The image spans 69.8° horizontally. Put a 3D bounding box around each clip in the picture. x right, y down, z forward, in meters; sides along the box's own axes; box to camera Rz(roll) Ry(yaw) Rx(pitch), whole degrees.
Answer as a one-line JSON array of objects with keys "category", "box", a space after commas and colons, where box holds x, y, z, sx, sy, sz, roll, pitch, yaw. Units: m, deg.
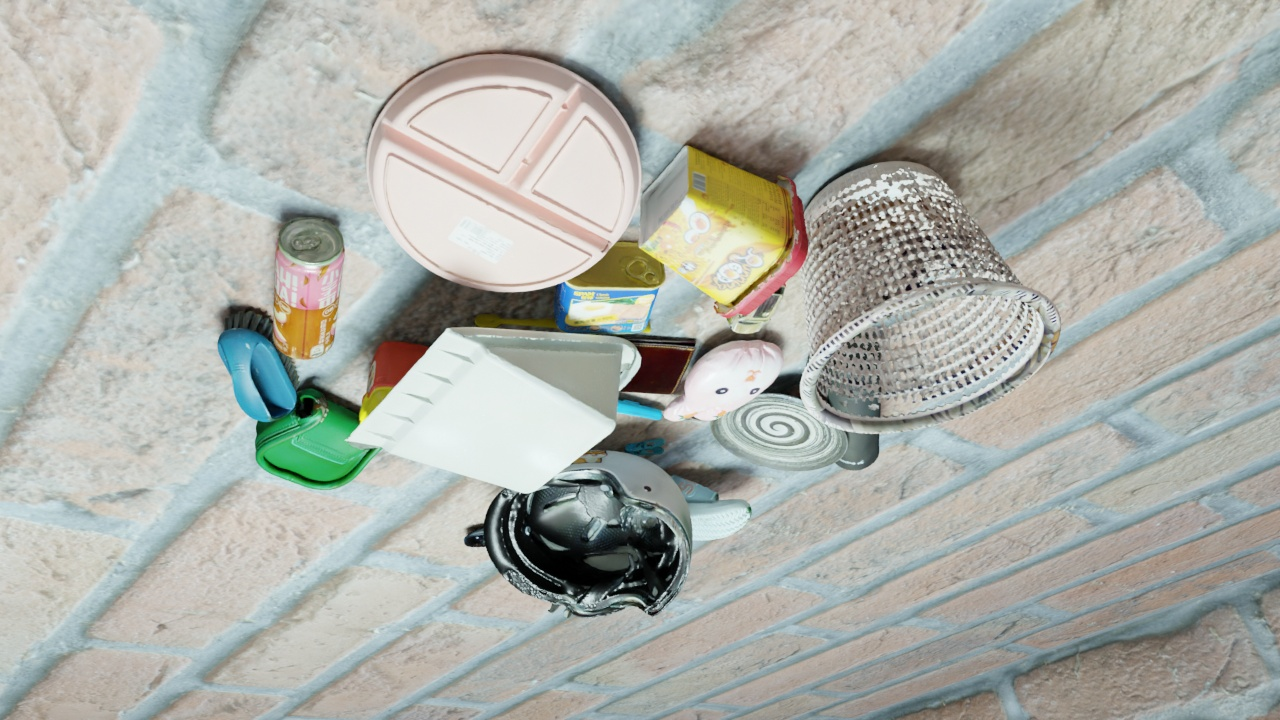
[{"category": "clip", "box": [0.006, 0.118, 1.232, 0.055, 0.013, 0.038, -5, 145, -5]}]

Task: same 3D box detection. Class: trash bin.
[{"category": "trash bin", "box": [0.240, -0.068, 0.854, 0.227, 0.191, 0.228, -6, 146, -4]}]

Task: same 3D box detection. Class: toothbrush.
[{"category": "toothbrush", "box": [-0.081, -0.037, 0.980, 0.190, 0.015, 0.017, 1, 149, -16]}]

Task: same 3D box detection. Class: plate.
[{"category": "plate", "box": [0.180, 0.089, 1.191, 0.179, 0.024, 0.180, 11, 147, 7]}, {"category": "plate", "box": [-0.112, -0.143, 0.768, 0.229, 0.028, 0.230, -3, 136, -3]}]

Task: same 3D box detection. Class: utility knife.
[{"category": "utility knife", "box": [-0.004, 0.061, 1.139, 0.216, 0.018, 0.034, 14, 173, -34]}]

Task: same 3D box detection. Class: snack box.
[{"category": "snack box", "box": [-0.254, 0.031, 0.979, 0.082, 0.080, 0.091, 9, 142, -24]}]

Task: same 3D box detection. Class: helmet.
[{"category": "helmet", "box": [-0.053, 0.209, 1.211, 0.275, 0.156, 0.230, -5, 114, 24]}]

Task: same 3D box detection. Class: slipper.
[{"category": "slipper", "box": [0.039, 0.210, 1.328, 0.245, 0.074, 0.104, 2, 149, 11]}]

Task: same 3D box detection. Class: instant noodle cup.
[{"category": "instant noodle cup", "box": [0.069, -0.119, 0.822, 0.123, 0.115, 0.116, 24, 135, -24]}]

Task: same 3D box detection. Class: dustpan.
[{"category": "dustpan", "box": [-0.128, 0.029, 0.954, 0.257, 0.142, 0.223, 28, 133, -26]}]

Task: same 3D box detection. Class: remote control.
[{"category": "remote control", "box": [-0.197, 0.260, 1.380, 0.136, 0.024, 0.053, -2, 147, -9]}]

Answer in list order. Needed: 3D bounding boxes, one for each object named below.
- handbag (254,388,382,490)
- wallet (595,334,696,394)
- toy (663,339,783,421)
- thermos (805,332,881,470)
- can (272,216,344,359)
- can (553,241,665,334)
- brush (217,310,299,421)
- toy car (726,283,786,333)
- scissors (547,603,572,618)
[{"category": "handbag", "box": [-0.363, 0.088, 1.045, 0.120, 0.067, 0.131, -28, 142, 23]}, {"category": "wallet", "box": [-0.006, 0.006, 1.060, 0.122, 0.020, 0.097, 4, 140, -18]}, {"category": "toy", "box": [0.097, 0.030, 1.086, 0.121, 0.054, 0.160, 0, 147, -33]}, {"category": "thermos", "box": [0.261, 0.053, 1.166, 0.090, 0.068, 0.243, 15, 151, 22]}, {"category": "can", "box": [-0.308, -0.063, 0.847, 0.058, 0.057, 0.148, 4, 144, -20]}, {"category": "can", "box": [-0.034, -0.070, 0.909, 0.102, 0.057, 0.083, 0, 148, -13]}, {"category": "brush", "box": [-0.388, 0.017, 0.930, 0.055, 0.073, 0.144, 1, 145, -3]}, {"category": "toy car", "box": [0.124, -0.058, 0.985, 0.042, 0.035, 0.091, 3, 146, -17]}, {"category": "scissors", "box": [-0.054, 0.292, 1.312, 0.204, 0.202, 0.015, -7, 122, -13]}]
